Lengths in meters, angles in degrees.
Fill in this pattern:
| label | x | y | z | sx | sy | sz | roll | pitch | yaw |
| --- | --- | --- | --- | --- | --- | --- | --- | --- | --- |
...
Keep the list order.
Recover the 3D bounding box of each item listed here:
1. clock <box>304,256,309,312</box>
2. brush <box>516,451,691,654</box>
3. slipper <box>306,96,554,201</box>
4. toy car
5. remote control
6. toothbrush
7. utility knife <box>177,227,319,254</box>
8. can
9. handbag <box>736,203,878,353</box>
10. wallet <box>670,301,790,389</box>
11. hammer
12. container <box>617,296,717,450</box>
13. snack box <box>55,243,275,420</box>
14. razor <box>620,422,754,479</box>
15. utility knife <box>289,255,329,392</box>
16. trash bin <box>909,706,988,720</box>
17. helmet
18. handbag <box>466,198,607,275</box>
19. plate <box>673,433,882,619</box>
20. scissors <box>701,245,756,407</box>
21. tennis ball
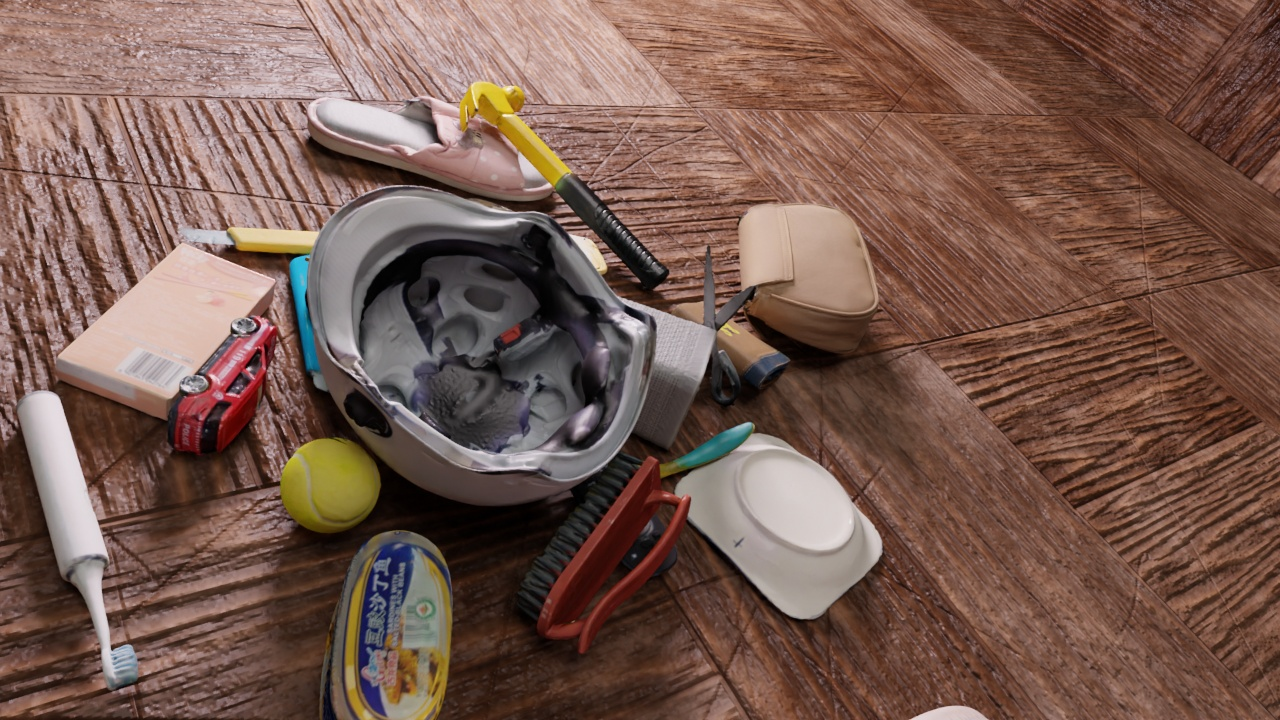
| label | x | y | z | sx | sy | sz | roll | pitch | yaw |
| --- | --- | --- | --- | --- | --- | --- | --- | --- | --- |
| clock | -0.224 | -0.056 | 0.779 | 0.121 | 0.055 | 0.082 | 0 | 51 | -51 |
| brush | -0.024 | 0.139 | 0.655 | 0.069 | 0.063 | 0.145 | 25 | 56 | 23 |
| slipper | -0.217 | -0.239 | 0.994 | 0.274 | 0.055 | 0.114 | 12 | 40 | -19 |
| toy car | -0.299 | 0.018 | 0.670 | 0.045 | 0.053 | 0.120 | 22 | 42 | -8 |
| remote control | -0.021 | 0.116 | 0.729 | 0.053 | 0.024 | 0.136 | -16 | 57 | -35 |
| toothbrush | -0.348 | 0.105 | 0.565 | 0.026 | 0.027 | 0.221 | -19 | 56 | -29 |
| utility knife | -0.311 | -0.107 | 0.829 | 0.192 | 0.015 | 0.033 | 1 | 42 | -27 |
| can | -0.156 | 0.179 | 0.569 | 0.074 | 0.049 | 0.148 | 11 | 42 | -17 |
| handbag | 0.179 | -0.091 | 1.016 | 0.147 | 0.100 | 0.204 | 11 | 41 | -6 |
| wallet | 0.089 | -0.017 | 0.916 | 0.115 | 0.033 | 0.090 | 36 | 17 | 15 |
| hammer | -0.082 | -0.191 | 0.987 | 0.300 | 0.033 | 0.128 | 46 | 29 | 7 |
| container | -0.005 | 0.005 | 0.814 | 0.114 | 0.090 | 0.090 | 23 | 39 | 1 |
| snack box | -0.358 | -0.026 | 0.706 | 0.084 | 0.026 | 0.156 | 22 | 39 | -4 |
| razor | 0.043 | 0.080 | 0.789 | 0.132 | 0.028 | 0.043 | -19 | 47 | -26 |
| utility knife | -0.270 | -0.032 | 0.767 | 0.034 | 0.018 | 0.161 | 1 | 47 | -28 |
| trash bin | 0.193 | 0.312 | 0.500 | 0.227 | 0.228 | 0.192 | -4 | 35 | -31 |
| helmet | -0.130 | 0.003 | 0.694 | 0.258 | 0.146 | 0.228 | 33 | 49 | -2 |
| handbag | -0.127 | -0.108 | 0.906 | 0.163 | 0.063 | 0.178 | 11 | 27 | -18 |
| plate | 0.127 | 0.128 | 0.789 | 0.164 | 0.034 | 0.163 | 43 | 42 | 20 |
| scissors | 0.064 | -0.027 | 0.839 | 0.014 | 0.179 | 0.159 | -36 | 107 | -28 |
| tennis ball | -0.212 | 0.085 | 0.629 | 0.065 | 0.066 | 0.065 | 15 | 40 | -13 |
